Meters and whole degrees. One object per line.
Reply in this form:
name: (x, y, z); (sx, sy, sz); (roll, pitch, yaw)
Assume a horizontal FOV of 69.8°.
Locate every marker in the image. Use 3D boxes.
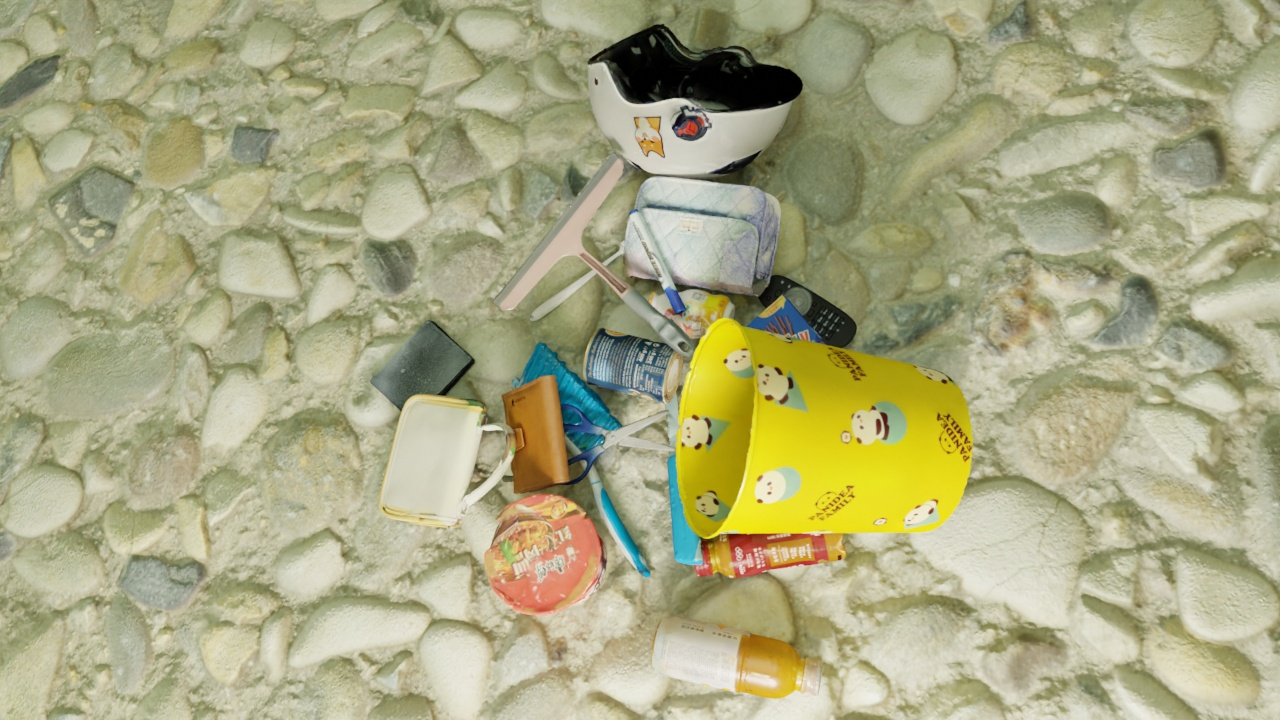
marker: (0.020, -0.125, 1.149); (0.017, 0.017, 0.145); (-25, 79, 3)

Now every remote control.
remote control: (0.211, -0.060, 1.164); (0.136, 0.024, 0.053); (35, 88, 21)

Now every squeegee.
squeegee: (-0.021, -0.087, 1.147); (0.249, 0.040, 0.248); (43, 98, 16)

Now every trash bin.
trash bin: (0.193, 0.084, 0.989); (0.255, 0.230, 0.229); (7, 72, -15)

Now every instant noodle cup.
instant noodle cup: (-0.102, 0.235, 1.091); (0.138, 0.108, 0.137); (-4, 72, 11)

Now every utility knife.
utility knife: (0.048, 0.136, 1.117); (0.034, 0.018, 0.237); (-17, 56, 18)

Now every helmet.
helmet: (0.060, -0.318, 1.197); (0.274, 0.157, 0.229); (19, 39, 11)

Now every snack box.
snack box: (0.194, 0.004, 1.133); (0.085, 0.026, 0.157); (-42, 71, 14)

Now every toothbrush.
toothbrush: (-0.078, -0.110, 1.244); (0.180, 0.016, 0.016); (-37, 67, -1)

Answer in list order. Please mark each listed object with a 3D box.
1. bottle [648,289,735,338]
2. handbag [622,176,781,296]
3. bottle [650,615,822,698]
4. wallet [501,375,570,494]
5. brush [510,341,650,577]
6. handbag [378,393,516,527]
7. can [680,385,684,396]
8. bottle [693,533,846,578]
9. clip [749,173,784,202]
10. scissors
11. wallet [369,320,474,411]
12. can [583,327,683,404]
bottle: (0.064, -0.061, 1.174); (0.108, 0.063, 0.063); (14, 76, 15)
handbag: (0.075, -0.160, 1.169); (0.194, 0.075, 0.134); (11, 95, 30)
bottle: (0.109, 0.339, 1.037); (0.190, 0.068, 0.068); (8, 75, 14)
wallet: (-0.132, 0.095, 1.130); (0.119, 0.035, 0.130); (-21, 74, 44)
brush: (-0.059, 0.119, 1.153); (0.109, 0.060, 0.314); (-45, 72, 2)
handbag: (-0.232, 0.131, 1.158); (0.179, 0.063, 0.163); (3, 74, 30)
can: (0.103, 0.052, 1.129); (0.094, 0.066, 0.066); (42, 85, 20)
bottle: (0.148, 0.218, 1.072); (0.175, 0.057, 0.057); (-12, 71, 9)
clip: (0.142, -0.201, 1.219); (0.071, 0.035, 0.100); (40, 79, 21)
scissors: (-0.048, 0.093, 1.122); (0.164, 0.012, 0.162); (44, 95, 16)
wallet: (-0.298, 0.014, 1.251); (0.097, 0.019, 0.120); (39, 82, 21)
can: (-0.007, 0.007, 1.159); (0.111, 0.075, 0.075); (14, 76, 17)
